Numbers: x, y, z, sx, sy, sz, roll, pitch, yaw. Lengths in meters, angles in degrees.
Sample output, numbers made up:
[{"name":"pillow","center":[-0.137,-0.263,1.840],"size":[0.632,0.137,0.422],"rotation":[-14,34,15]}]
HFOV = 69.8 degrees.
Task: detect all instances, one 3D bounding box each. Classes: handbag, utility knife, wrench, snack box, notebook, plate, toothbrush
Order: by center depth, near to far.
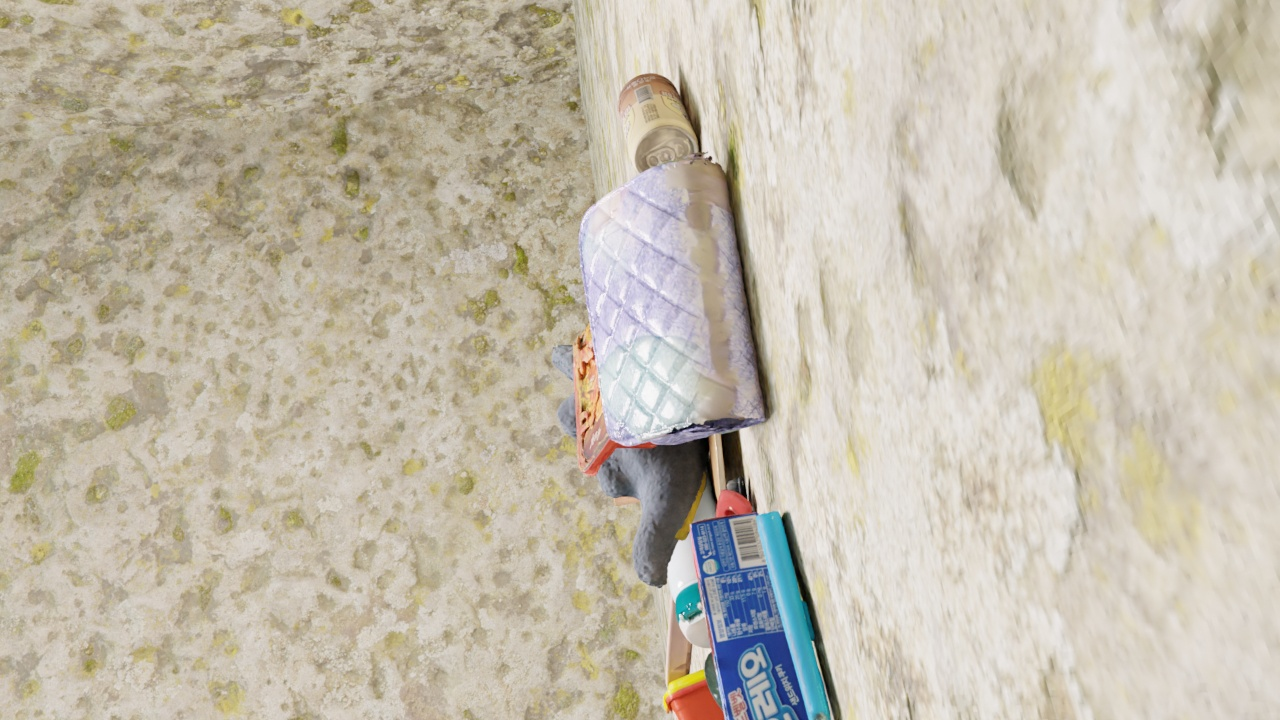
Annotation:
[{"name":"utility knife","center":[0.100,0.180,0.558],"size":[0.034,0.018,0.198],"rotation":[67,-170,-54]},{"name":"snack box","center":[0.079,0.212,0.648],"size":[0.058,0.057,0.207],"rotation":[82,178,-51]},{"name":"handbag","center":[0.023,-0.038,0.674],"size":[0.134,0.075,0.193],"rotation":[-21,75,53]},{"name":"toothbrush","center":[0.087,0.175,0.785],"size":[0.014,0.017,0.189],"rotation":[-83,-12,-59]},{"name":"wrench","center":[0.079,0.219,0.799],"size":[0.056,0.016,0.274],"rotation":[22,130,35]},{"name":"notebook","center":[0.061,0.023,0.824],"size":[0.147,0.008,0.207],"rotation":[-77,-20,-84]},{"name":"snack box","center":[0.073,0.382,0.992],"size":[0.091,0.082,0.080],"rotation":[87,161,-61]},{"name":"plate","center":[0.052,0.261,1.067],"size":[0.229,0.028,0.229],"rotation":[6,-92,-86]}]

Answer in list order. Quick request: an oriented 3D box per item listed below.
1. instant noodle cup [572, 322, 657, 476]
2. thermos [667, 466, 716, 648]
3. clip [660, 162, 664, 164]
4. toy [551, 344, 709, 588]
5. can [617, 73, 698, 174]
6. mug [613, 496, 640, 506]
[{"name":"instant noodle cup","center":[-0.005,0.005,0.849],"size":[0.189,0.079,0.164],"rotation":[125,150,-46]},{"name":"thermos","center":[0.055,0.183,0.932],"size":[0.223,0.073,0.073],"rotation":[-102,6,-48]},{"name":"clip","center":[0.042,-0.114,0.763],"size":[0.092,0.035,0.103],"rotation":[-102,1,-63]},{"name":"toy","center":[-0.003,0.073,0.947],"size":[0.356,0.138,0.091],"rotation":[58,172,47]},{"name":"can","center":[0.014,-0.204,0.805],"size":[0.116,0.058,0.059],"rotation":[-102,6,-51]},{"name":"mug","center":[0.013,0.123,1.131],"size":[0.084,0.103,0.125],"rotation":[-103,6,-59]}]
